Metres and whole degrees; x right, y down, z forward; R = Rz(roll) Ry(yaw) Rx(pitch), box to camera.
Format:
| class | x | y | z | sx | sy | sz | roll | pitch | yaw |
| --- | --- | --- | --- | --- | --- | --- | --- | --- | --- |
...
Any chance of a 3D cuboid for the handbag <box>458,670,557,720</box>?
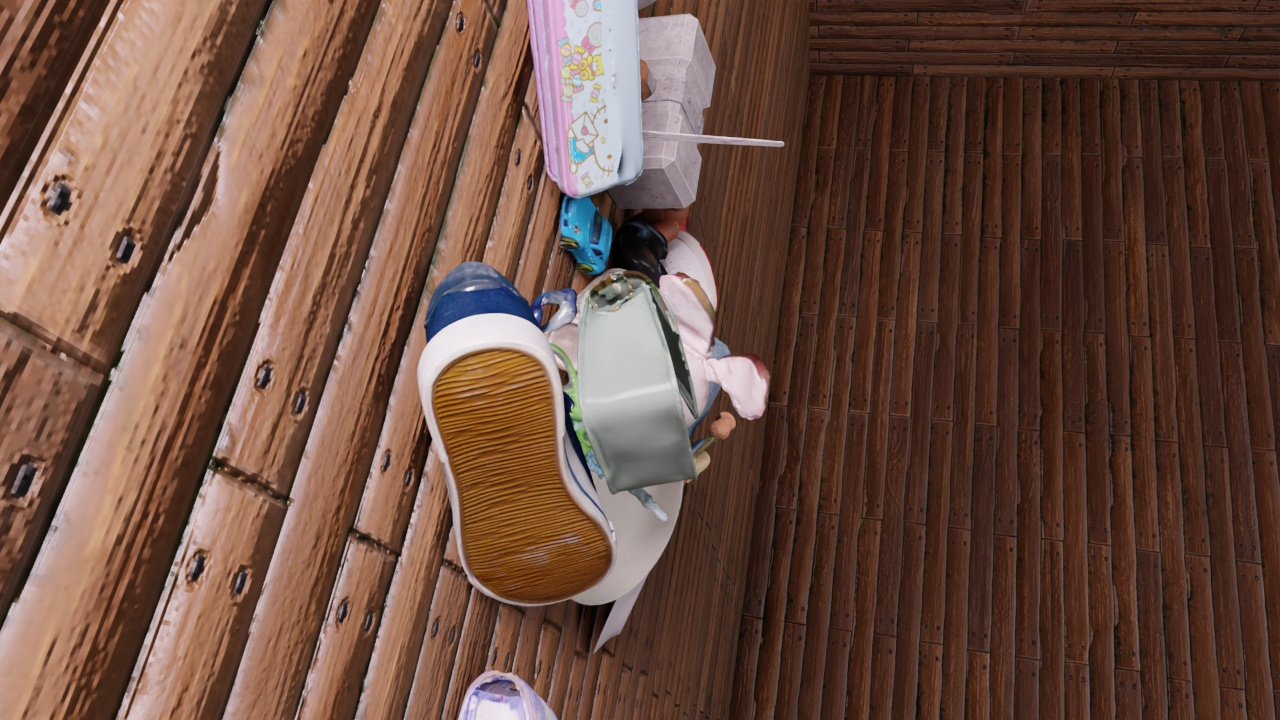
| class | x | y | z | sx | sy | sz | roll | pitch | yaw |
| --- | --- | --- | --- | --- | --- | --- | --- | --- | --- |
| handbag | -0.094 | 0.312 | 0.684 | 0.159 | 0.069 | 0.126 | 76 | 9 | -56 |

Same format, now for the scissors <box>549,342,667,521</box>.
| class | x | y | z | sx | sy | sz | roll | pitch | yaw |
| --- | --- | --- | --- | --- | --- | --- | --- | --- | --- |
| scissors | -0.039 | 0.057 | 0.690 | 0.172 | 0.171 | 0.021 | -40 | 177 | 1 |

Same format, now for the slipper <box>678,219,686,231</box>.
| class | x | y | z | sx | sy | sz | roll | pitch | yaw |
| --- | --- | --- | --- | --- | --- | --- | --- | --- | --- |
| slipper | 0.055 | -0.075 | 1.181 | 0.103 | 0.059 | 0.249 | -34 | 127 | -74 |

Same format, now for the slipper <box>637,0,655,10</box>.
| class | x | y | z | sx | sy | sz | roll | pitch | yaw |
| --- | --- | --- | --- | --- | --- | --- | --- | --- | --- |
| slipper | 0.000 | -0.380 | 0.746 | 0.266 | 0.081 | 0.113 | 38 | 50 | -74 |

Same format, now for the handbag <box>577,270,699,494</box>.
| class | x | y | z | sx | sy | sz | roll | pitch | yaw |
| --- | --- | --- | --- | --- | --- | --- | --- | --- | --- |
| handbag | 0.001 | 0.018 | 0.602 | 0.122 | 0.067 | 0.106 | 74 | 7 | -54 |

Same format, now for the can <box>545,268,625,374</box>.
| class | x | y | z | sx | sy | sz | roll | pitch | yaw |
| --- | --- | --- | --- | --- | --- | --- | --- | --- | --- |
| can | -0.038 | -0.036 | 0.795 | 0.135 | 0.054 | 0.054 | -53 | 146 | -63 |

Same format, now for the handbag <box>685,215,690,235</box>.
| class | x | y | z | sx | sy | sz | roll | pitch | yaw |
| --- | --- | --- | --- | --- | --- | --- | --- | --- | --- |
| handbag | 0.060 | -0.176 | 1.246 | 0.055 | 0.029 | 0.119 | -27 | 116 | -77 |

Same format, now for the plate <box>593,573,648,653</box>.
| class | x | y | z | sx | sy | sz | roll | pitch | yaw |
| --- | --- | --- | --- | --- | --- | --- | --- | --- | --- |
| plate | -0.002 | 0.234 | 1.001 | 0.188 | 0.016 | 0.188 | 27 | 88 | -83 |

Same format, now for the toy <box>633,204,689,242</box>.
| class | x | y | z | sx | sy | sz | roll | pitch | yaw |
| --- | --- | --- | --- | --- | --- | --- | --- | --- | --- |
| toy | 0.012 | -0.188 | 0.956 | 0.095 | 0.065 | 0.128 | 36 | -33 | 55 |

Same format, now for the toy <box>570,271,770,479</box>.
| class | x | y | z | sx | sy | sz | roll | pitch | yaw |
| --- | --- | --- | --- | --- | --- | --- | --- | --- | --- |
| toy | 0.002 | 0.042 | 0.743 | 0.205 | 0.131 | 0.105 | -40 | 169 | 6 |

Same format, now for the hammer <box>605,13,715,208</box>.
| class | x | y | z | sx | sy | sz | roll | pitch | yaw |
| --- | --- | --- | --- | --- | --- | --- | --- | --- | --- |
| hammer | -0.023 | -0.272 | 0.756 | 0.317 | 0.083 | 0.162 | 48 | 48 | -62 |

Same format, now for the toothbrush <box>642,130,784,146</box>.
| class | x | y | z | sx | sy | sz | roll | pitch | yaw |
| --- | --- | --- | --- | --- | --- | --- | --- | --- | --- |
| toothbrush | 0.021 | -0.179 | 0.718 | 0.010 | 0.181 | 0.010 | 82 | 14 | -64 |

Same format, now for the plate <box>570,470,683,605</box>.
| class | x | y | z | sx | sy | sz | roll | pitch | yaw |
| --- | --- | --- | --- | --- | --- | --- | --- | --- | --- |
| plate | -0.029 | 0.132 | 0.843 | 0.181 | 0.034 | 0.182 | -19 | 116 | -46 |

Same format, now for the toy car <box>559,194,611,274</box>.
| class | x | y | z | sx | sy | sz | roll | pitch | yaw |
| --- | --- | --- | --- | --- | --- | --- | --- | --- | --- |
| toy car | -0.044 | -0.108 | 0.796 | 0.105 | 0.032 | 0.048 | 53 | 45 | -69 |

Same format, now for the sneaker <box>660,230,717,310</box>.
| class | x | y | z | sx | sy | sz | roll | pitch | yaw |
| --- | --- | --- | --- | --- | --- | --- | --- | --- | --- |
| sneaker | 0.027 | -0.024 | 1.044 | 0.104 | 0.090 | 0.237 | -46 | 143 | -60 |

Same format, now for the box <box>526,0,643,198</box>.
| class | x | y | z | sx | sy | sz | roll | pitch | yaw |
| --- | --- | --- | --- | --- | --- | --- | --- | --- | --- |
| box | -0.037 | -0.225 | 0.650 | 0.065 | 0.078 | 0.214 | -127 | -152 | -53 |

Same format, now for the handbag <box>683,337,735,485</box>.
| class | x | y | z | sx | sy | sz | roll | pitch | yaw |
| --- | --- | --- | --- | --- | --- | --- | --- | --- | --- |
| handbag | 0.036 | 0.060 | 0.956 | 0.192 | 0.119 | 0.121 | -63 | 161 | 2 |

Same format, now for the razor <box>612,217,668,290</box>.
| class | x | y | z | sx | sy | sz | roll | pitch | yaw |
| --- | --- | --- | --- | --- | --- | --- | --- | --- | --- |
| razor | 0.010 | -0.087 | 0.900 | 0.140 | 0.063 | 0.053 | -115 | -157 | -47 |

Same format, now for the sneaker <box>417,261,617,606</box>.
| class | x | y | z | sx | sy | sz | roll | pitch | yaw |
| --- | --- | --- | --- | --- | --- | --- | --- | --- | --- |
| sneaker | -0.079 | 0.053 | 0.614 | 0.127 | 0.120 | 0.295 | -111 | -171 | -45 |
